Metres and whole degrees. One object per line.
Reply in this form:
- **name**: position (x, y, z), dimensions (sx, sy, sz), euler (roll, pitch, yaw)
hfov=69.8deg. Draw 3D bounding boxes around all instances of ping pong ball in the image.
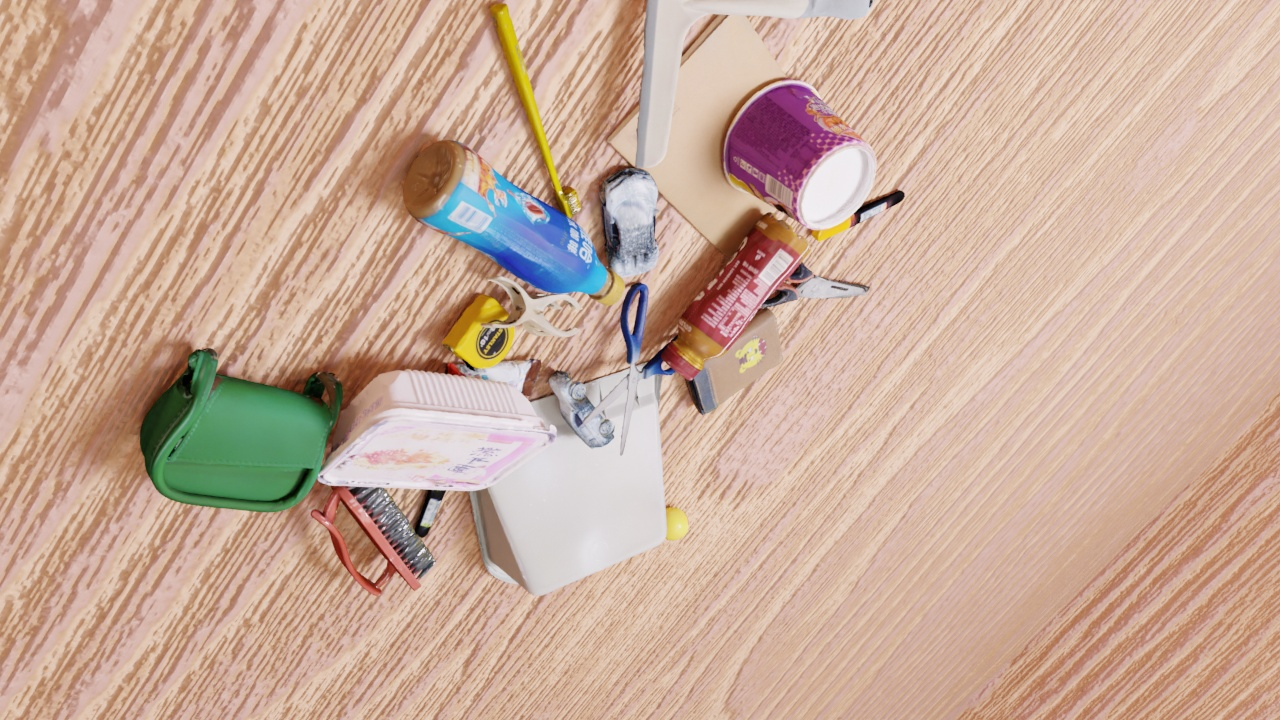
- **ping pong ball**: position (0.039, 0.200, 1.121), dimensions (0.040, 0.040, 0.040), euler (-21, 136, -22)

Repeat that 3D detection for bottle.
- **bottle**: position (-0.088, -0.098, 0.734), dimensions (0.065, 0.065, 0.218), euler (-49, 140, 11)
- **bottle**: position (0.089, -0.059, 0.887), dimensions (0.175, 0.057, 0.057), euler (-51, 139, 7)

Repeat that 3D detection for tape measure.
- **tape measure**: position (-0.137, -0.023, 0.788), dimensions (0.060, 0.029, 0.057), euler (-56, 142, -12)

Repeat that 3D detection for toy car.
- **toy car**: position (-0.059, 0.047, 0.887), dimensions (0.034, 0.043, 0.090), euler (-39, 120, -10)
- **toy car**: position (-0.008, -0.117, 0.799), dimensions (0.049, 0.031, 0.106), euler (-17, 135, -14)

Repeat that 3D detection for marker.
- **marker**: position (-0.200, 0.129, 0.895), dimensions (0.018, 0.015, 0.124), euler (-5, 132, -41)
- **marker**: position (0.231, -0.154, 0.967), dimensions (0.123, 0.015, 0.018), euler (-25, 139, -21)

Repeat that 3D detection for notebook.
- **notebook**: position (0.080, -0.193, 0.817), dimensions (0.149, 0.012, 0.211), euler (-46, 140, 8)

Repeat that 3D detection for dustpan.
- **dustpan**: position (-0.083, 0.141, 0.999), dimensions (0.222, 0.143, 0.258), euler (-18, 106, -24)

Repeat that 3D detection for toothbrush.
- **toothbrush**: position (-0.077, -0.184, 0.701), dimensions (0.016, 0.015, 0.190), euler (-34, 140, -14)

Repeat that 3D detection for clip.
- **clip**: position (-0.095, -0.044, 0.786), dimensions (0.100, 0.035, 0.076), euler (9, 87, -50)

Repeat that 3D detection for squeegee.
- **squeegee**: position (0.112, -0.281, 0.724), dimensions (0.246, 0.039, 0.247), euler (-15, 124, -34)

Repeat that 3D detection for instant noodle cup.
- **instant noodle cup**: position (-0.175, 0.058, 0.783), dimensions (0.173, 0.060, 0.138), euler (8, 147, -42)
- **instant noodle cup**: position (0.144, -0.173, 0.799), dimensions (0.111, 0.099, 0.112), euler (-22, 138, -22)

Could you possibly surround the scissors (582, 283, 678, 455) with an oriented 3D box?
- **scissors**: position (-0.003, 0.005, 0.890), dimensions (0.175, 0.012, 0.162), euler (-31, 126, -45)

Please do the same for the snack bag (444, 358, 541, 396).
- **snack bag**: position (-0.139, 0.017, 0.829), dimensions (0.105, 0.026, 0.045), euler (-3, 127, -37)

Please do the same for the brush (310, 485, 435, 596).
- **brush**: position (-0.250, 0.161, 0.846), dimensions (0.069, 0.063, 0.146), euler (-40, 141, -21)

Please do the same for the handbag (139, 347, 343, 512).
- **handbag**: position (-0.306, 0.052, 0.708), dimensions (0.131, 0.068, 0.120), euler (20, 105, -45)

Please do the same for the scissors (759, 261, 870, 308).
- **scissors**: position (0.183, -0.094, 0.983), dimensions (0.210, 0.015, 0.177), euler (-27, 138, -15)

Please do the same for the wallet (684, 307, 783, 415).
- **wallet**: position (0.102, 0.003, 0.998), dimensions (0.115, 0.033, 0.090), euler (-34, 139, -13)
